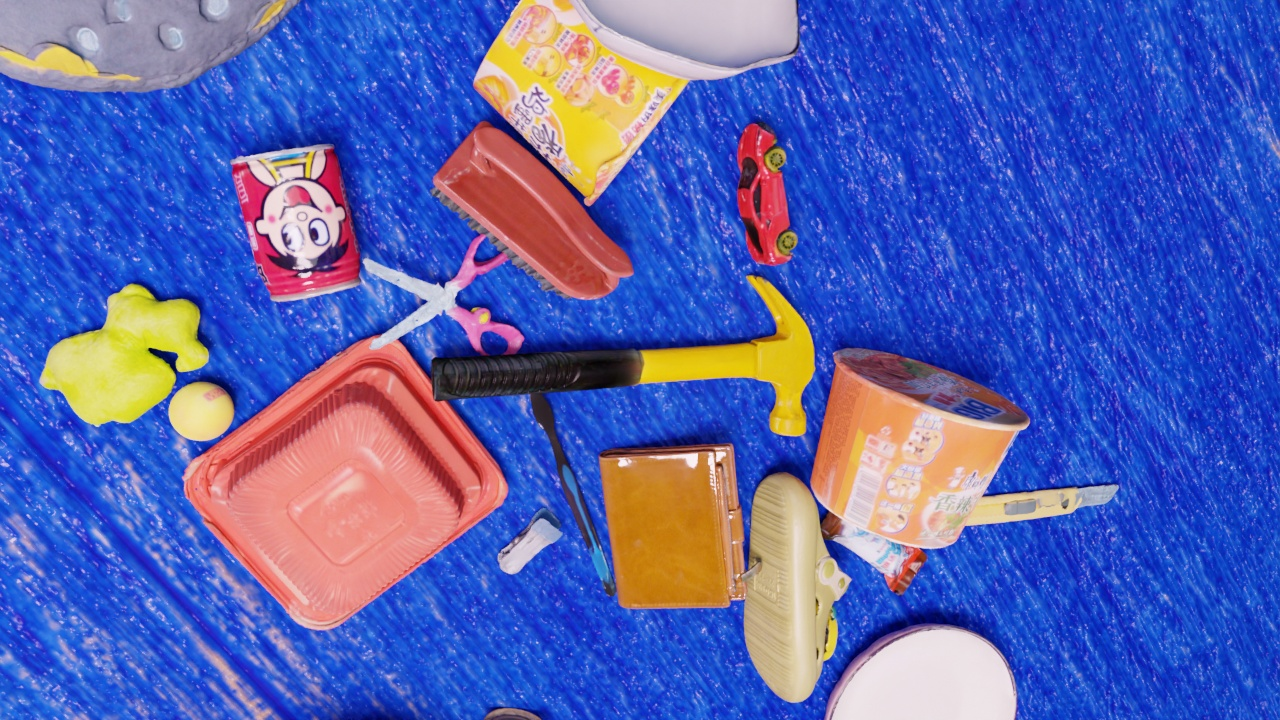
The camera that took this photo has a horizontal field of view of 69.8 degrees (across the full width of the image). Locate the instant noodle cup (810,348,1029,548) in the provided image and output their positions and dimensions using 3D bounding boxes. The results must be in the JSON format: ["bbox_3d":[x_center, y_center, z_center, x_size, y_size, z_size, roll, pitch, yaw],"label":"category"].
[{"bbox_3d":[0.206,0.068,0.715,0.151,0.151,0.111,11,106,-17],"label":"instant noodle cup"}]

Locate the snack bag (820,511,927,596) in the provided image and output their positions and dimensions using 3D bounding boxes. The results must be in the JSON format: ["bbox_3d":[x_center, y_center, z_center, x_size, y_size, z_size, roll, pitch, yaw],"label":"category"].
[{"bbox_3d":[0.199,0.158,0.789,0.104,0.026,0.048,40,78,-19],"label":"snack bag"}]

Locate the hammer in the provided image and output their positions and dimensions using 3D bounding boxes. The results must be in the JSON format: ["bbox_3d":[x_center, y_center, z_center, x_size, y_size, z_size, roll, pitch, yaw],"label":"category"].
[{"bbox_3d":[-0.004,0.004,0.690,0.300,0.033,0.129,-4,101,-19],"label":"hammer"}]

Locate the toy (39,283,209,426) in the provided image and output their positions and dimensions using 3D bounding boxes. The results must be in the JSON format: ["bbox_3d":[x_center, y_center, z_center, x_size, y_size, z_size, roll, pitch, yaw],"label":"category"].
[{"bbox_3d":[-0.341,0.000,0.610,0.096,0.031,0.100,17,91,-8],"label":"toy"}]

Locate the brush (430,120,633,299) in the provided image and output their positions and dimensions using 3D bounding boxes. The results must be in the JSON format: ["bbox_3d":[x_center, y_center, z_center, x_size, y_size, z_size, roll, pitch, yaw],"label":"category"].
[{"bbox_3d":[-0.069,-0.097,0.635,0.146,0.069,0.063,42,59,-19],"label":"brush"}]

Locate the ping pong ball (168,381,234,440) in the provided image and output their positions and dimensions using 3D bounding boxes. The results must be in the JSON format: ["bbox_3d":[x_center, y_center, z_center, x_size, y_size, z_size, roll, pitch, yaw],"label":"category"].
[{"bbox_3d":[-0.299,0.034,0.625,0.040,0.040,0.040,-3,102,-14],"label":"ping pong ball"}]

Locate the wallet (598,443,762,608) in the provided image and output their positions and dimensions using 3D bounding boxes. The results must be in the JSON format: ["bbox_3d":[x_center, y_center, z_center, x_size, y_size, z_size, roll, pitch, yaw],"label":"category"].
[{"bbox_3d":[0.032,0.131,0.719,0.119,0.035,0.131,-5,103,8],"label":"wallet"}]

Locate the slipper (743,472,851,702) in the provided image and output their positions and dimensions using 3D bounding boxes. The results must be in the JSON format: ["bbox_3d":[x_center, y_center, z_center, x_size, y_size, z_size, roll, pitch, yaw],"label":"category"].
[{"bbox_3d":[0.135,0.183,0.746,0.081,0.092,0.190,-4,100,-17],"label":"slipper"}]

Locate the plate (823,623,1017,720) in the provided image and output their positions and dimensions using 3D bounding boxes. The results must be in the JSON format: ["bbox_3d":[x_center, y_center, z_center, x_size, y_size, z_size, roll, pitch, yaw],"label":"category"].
[{"bbox_3d":[0.246,0.321,0.829,0.192,0.039,0.192,-3,103,-14],"label":"plate"}]

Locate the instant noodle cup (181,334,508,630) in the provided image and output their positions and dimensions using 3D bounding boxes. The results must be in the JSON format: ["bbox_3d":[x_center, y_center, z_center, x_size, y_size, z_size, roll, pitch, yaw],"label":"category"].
[{"bbox_3d":[-0.205,0.095,0.643,0.188,0.079,0.164,-37,108,-3],"label":"instant noodle cup"}]

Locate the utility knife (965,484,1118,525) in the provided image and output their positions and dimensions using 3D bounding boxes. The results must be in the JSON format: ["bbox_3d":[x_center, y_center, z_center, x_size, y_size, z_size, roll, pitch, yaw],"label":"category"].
[{"bbox_3d":[0.350,0.129,0.832,0.190,0.020,0.031,-5,109,-18],"label":"utility knife"}]

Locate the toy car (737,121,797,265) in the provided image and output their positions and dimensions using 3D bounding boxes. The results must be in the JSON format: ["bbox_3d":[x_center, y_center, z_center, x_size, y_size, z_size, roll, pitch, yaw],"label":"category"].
[{"bbox_3d":[0.091,-0.124,0.689,0.031,0.049,0.106,-12,106,-14],"label":"toy car"}]

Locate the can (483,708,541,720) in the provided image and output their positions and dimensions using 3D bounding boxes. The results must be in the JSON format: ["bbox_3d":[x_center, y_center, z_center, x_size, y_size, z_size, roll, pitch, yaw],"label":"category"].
[{"bbox_3d":[-0.113,0.352,0.734,0.053,0.053,0.133,11,99,-17],"label":"can"}]

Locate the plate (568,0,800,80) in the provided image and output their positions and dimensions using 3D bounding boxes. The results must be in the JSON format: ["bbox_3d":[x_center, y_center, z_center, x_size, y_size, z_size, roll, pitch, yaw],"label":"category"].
[{"bbox_3d":[0.019,-0.267,0.576,0.162,0.034,0.265,14,56,-17],"label":"plate"}]

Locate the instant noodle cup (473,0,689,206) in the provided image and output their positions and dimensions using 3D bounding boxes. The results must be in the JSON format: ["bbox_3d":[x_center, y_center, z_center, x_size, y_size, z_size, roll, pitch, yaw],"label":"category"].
[{"bbox_3d":[-0.035,-0.189,0.603,0.110,0.138,0.138,37,90,-11],"label":"instant noodle cup"}]

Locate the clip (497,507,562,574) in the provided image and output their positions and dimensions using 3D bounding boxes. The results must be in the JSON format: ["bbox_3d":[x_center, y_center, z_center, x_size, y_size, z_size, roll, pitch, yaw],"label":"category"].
[{"bbox_3d":[-0.088,0.143,0.715,0.058,0.043,0.027,-41,111,5],"label":"clip"}]

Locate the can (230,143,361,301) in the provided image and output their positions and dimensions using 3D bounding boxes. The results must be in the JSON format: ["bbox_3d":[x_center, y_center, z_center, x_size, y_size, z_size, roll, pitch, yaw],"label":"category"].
[{"bbox_3d":[-0.224,-0.091,0.604,0.066,0.066,0.094,-12,105,-12],"label":"can"}]

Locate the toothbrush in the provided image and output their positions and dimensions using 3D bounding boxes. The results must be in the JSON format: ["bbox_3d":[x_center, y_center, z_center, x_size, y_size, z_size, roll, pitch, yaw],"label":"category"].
[{"bbox_3d":[-0.052,0.107,0.722,0.014,0.016,0.189,-25,110,-18],"label":"toothbrush"}]

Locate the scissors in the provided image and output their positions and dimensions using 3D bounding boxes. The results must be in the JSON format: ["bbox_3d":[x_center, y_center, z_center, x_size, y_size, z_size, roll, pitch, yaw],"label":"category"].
[{"bbox_3d":[-0.132,-0.049,0.650,0.133,0.017,0.130,27,88,-34],"label":"scissors"}]

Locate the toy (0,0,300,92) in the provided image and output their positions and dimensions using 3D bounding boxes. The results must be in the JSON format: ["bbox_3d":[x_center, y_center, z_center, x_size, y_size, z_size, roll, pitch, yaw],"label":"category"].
[{"bbox_3d":[-0.320,-0.227,0.539,0.356,0.091,0.138,-9,91,-15],"label":"toy"}]
